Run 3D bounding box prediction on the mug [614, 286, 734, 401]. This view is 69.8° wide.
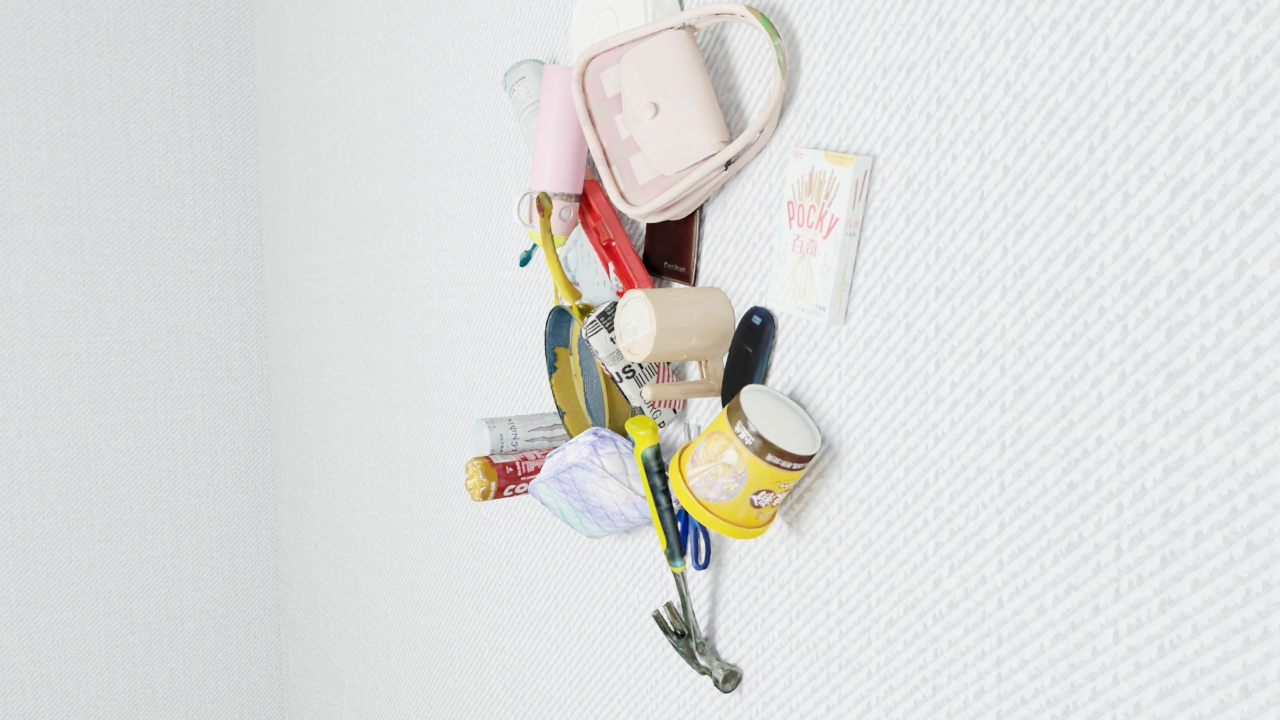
[{"bbox_3d":[0.038,-0.019,0.989,0.084,0.103,0.124,-17,78,55],"label":"mug"}]

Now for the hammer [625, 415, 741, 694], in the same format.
[{"bbox_3d":[0.033,0.206,0.993,0.126,0.031,0.323,21,131,54],"label":"hammer"}]

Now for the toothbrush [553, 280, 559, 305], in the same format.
[{"bbox_3d":[-0.111,-0.055,1.281,0.018,0.016,0.191,-9,85,47],"label":"toothbrush"}]

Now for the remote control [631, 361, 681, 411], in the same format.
[{"bbox_3d":[0.011,0.006,1.105,0.135,0.019,0.056,-50,53,45],"label":"remote control"}]

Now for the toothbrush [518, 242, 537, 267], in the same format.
[{"bbox_3d":[-0.135,-0.193,1.304,0.192,0.016,0.018,-48,44,47],"label":"toothbrush"}]

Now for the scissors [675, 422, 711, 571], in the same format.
[{"bbox_3d":[0.051,0.158,1.069,0.133,0.012,0.172,-40,59,50],"label":"scissors"}]

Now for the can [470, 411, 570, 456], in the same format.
[{"bbox_3d":[-0.152,0.101,1.239,0.058,0.146,0.058,7,99,56],"label":"can"}]

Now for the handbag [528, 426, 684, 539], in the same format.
[{"bbox_3d":[-0.043,0.149,1.102,0.194,0.134,0.075,-32,23,57],"label":"handbag"}]

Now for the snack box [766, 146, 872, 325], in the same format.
[{"bbox_3d":[0.166,-0.118,0.862,0.085,0.026,0.157,27,115,52],"label":"snack box"}]

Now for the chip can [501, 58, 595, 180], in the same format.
[{"bbox_3d":[-0.121,-0.300,1.221,0.071,0.071,0.214,-50,54,45],"label":"chip can"}]

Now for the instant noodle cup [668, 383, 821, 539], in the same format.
[{"bbox_3d":[0.106,0.094,0.898,0.115,0.118,0.118,-56,49,31],"label":"instant noodle cup"}]

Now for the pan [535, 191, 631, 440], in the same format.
[{"bbox_3d":[-0.083,-0.041,1.117,0.197,0.078,0.358,47,143,48],"label":"pan"}]

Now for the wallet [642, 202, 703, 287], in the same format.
[{"bbox_3d":[0.038,-0.152,1.054,0.096,0.020,0.122,25,116,52],"label":"wallet"}]

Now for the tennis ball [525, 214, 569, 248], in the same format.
[{"bbox_3d":[-0.122,-0.183,1.239,0.066,0.065,0.065,8,99,55],"label":"tennis ball"}]

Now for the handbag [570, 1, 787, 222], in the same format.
[{"bbox_3d":[0.051,-0.269,0.950,0.235,0.093,0.193,-23,82,34],"label":"handbag"}]

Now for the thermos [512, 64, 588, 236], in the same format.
[{"bbox_3d":[-0.105,-0.251,1.102,0.067,0.087,0.199,25,109,50],"label":"thermos"}]

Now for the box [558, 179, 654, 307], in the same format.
[{"bbox_3d":[-0.043,-0.110,1.148,0.201,0.058,0.162,63,150,32],"label":"box"}]

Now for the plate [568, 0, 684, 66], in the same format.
[{"bbox_3d":[-0.026,-0.387,1.100,0.205,0.045,0.205,9,101,54],"label":"plate"}]

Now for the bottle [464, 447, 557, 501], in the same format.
[{"bbox_3d":[-0.139,0.146,1.199,0.057,0.174,0.057,8,99,56],"label":"bottle"}]

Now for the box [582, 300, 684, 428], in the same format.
[{"bbox_3d":[-0.004,0.007,1.031,0.052,0.068,0.164,-10,123,49],"label":"box"}]

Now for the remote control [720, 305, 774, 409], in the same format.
[{"bbox_3d":[0.108,0.009,0.959,0.053,0.024,0.137,35,121,48],"label":"remote control"}]
